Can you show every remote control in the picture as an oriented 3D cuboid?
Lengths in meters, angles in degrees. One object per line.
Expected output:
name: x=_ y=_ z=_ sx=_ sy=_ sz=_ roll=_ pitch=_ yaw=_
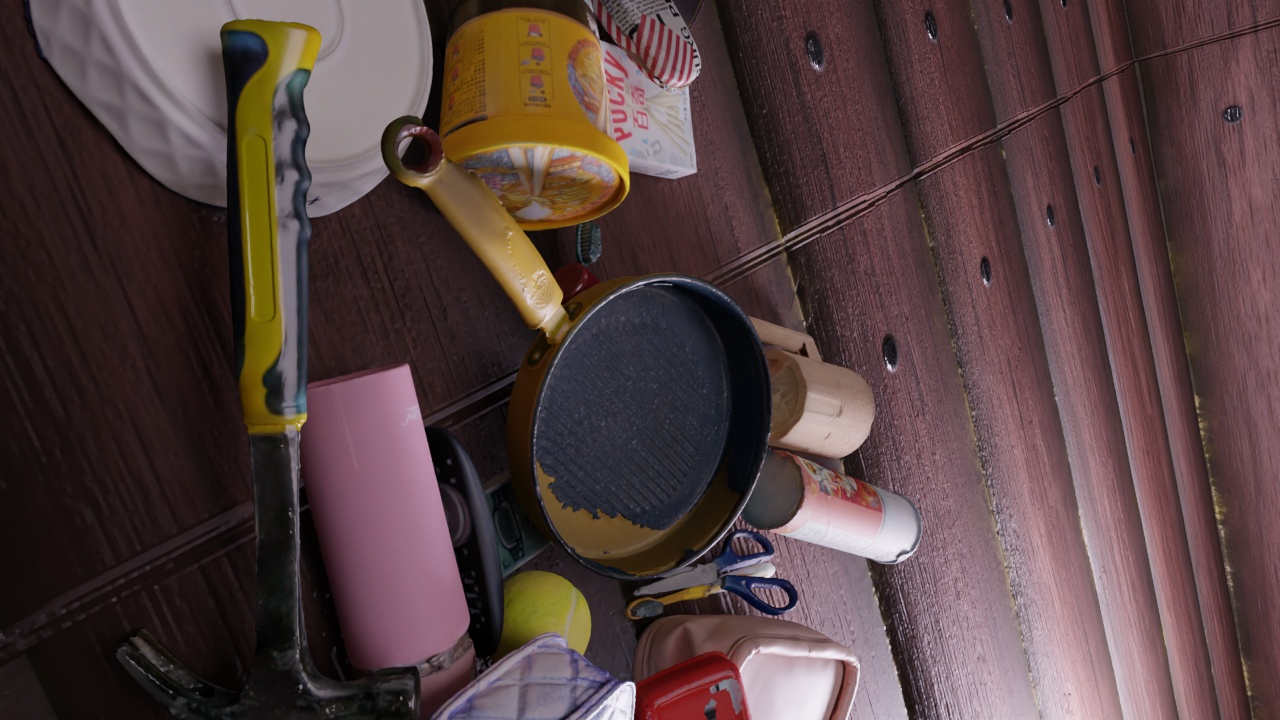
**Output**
remote control: x=-0.102 y=0.102 z=0.524 sx=0.024 sy=0.053 sz=0.136 roll=-16 pitch=98 yaw=-49
remote control: x=-0.063 y=0.090 z=0.597 sx=0.134 sy=0.019 sz=0.056 roll=-28 pitch=106 yaw=-47

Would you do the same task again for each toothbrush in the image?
toothbrush: x=-0.035 y=-0.158 z=0.622 sx=0.016 sy=0.018 sz=0.191 roll=6 pitch=82 yaw=-47
toothbrush: x=0.055 y=0.179 z=0.721 sx=0.191 sy=0.018 sz=0.016 roll=1 pitch=86 yaw=-49

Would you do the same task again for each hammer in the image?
hammer: x=-0.168 y=0.011 z=0.412 sx=0.126 sy=0.032 sz=0.323 roll=-2 pitch=90 yaw=-9

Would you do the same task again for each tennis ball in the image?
tennis ball: x=-0.063 y=0.160 z=0.553 sx=0.065 sy=0.066 sz=0.065 roll=9 pitch=78 yaw=-48

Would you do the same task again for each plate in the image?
plate: x=-0.190 y=-0.176 z=0.468 sx=0.204 sy=0.046 sz=0.204 roll=10 pitch=77 yaw=-49

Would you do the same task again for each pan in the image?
pan: x=-0.030 y=-0.004 z=0.535 sx=0.357 sy=0.078 sz=0.197 roll=46 pitch=69 yaw=-35

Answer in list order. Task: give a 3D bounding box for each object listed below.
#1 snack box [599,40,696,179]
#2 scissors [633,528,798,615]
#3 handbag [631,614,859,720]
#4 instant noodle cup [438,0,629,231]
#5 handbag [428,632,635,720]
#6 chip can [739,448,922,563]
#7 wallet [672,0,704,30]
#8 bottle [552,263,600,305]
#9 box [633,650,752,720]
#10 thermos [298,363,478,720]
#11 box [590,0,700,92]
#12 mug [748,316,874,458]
snack box: x=-0.017 y=-0.187 z=0.683 sx=0.156 sy=0.027 sz=0.084 roll=-3 pitch=87 yaw=-50
scissors: x=0.053 y=0.158 z=0.716 sx=0.172 sy=0.012 sz=0.132 roll=29 pitch=33 yaw=-18
handbag: x=0.069 y=0.311 z=0.685 sx=0.193 sy=0.093 sz=0.234 roll=20 pitch=78 yaw=-46
instant noodle cup: x=-0.070 y=-0.153 z=0.556 sx=0.118 sy=0.119 sz=0.114 roll=12 pitch=67 yaw=-48
handbag: x=-0.066 y=0.249 z=0.473 sx=0.133 sy=0.076 sz=0.194 roll=-21 pitch=128 yaw=-53
chip can: x=0.173 y=0.135 z=0.823 sx=0.214 sy=0.071 sz=0.071 roll=22 pitch=68 yaw=-45
wallet: x=0.012 y=-0.333 z=0.742 sx=0.122 sy=0.020 sz=0.096 roll=47 pitch=47 yaw=-33
bottle: x=-0.004 y=0.004 z=0.647 sx=0.175 sy=0.058 sz=0.057 roll=48 pitch=51 yaw=-34
box: x=0.009 y=0.295 z=0.572 sx=0.161 sy=0.058 sz=0.201 roll=-13 pitch=95 yaw=-7
thermos: x=-0.132 y=0.105 z=0.471 sx=0.087 sy=0.067 sz=0.198 roll=-81 pitch=160 yaw=-85
box: x=-0.015 y=-0.266 z=0.670 sx=0.164 sy=0.052 sz=0.068 roll=56 pitch=27 yaw=-6
mug: x=0.133 y=0.021 z=0.796 sx=0.103 sy=0.084 sz=0.124 roll=14 pitch=50 yaw=-46
